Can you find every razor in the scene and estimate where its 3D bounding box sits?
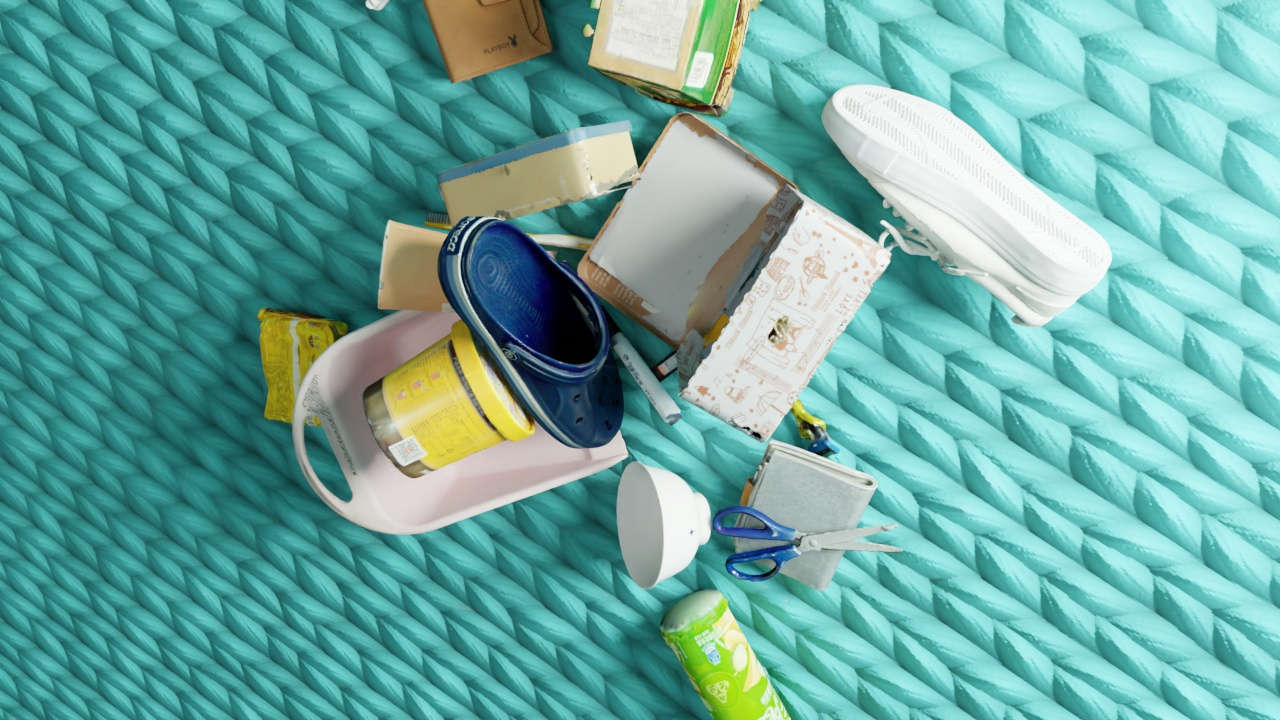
[{"bbox_3d":[0.124,0.031,0.826,0.142,0.022,0.043,45,158,4],"label":"razor"}]

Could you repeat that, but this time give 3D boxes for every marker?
[{"bbox_3d":[-0.005,0.005,0.853,0.130,0.018,0.023,55,142,5],"label":"marker"},{"bbox_3d":[0.044,-0.009,0.843,0.124,0.015,0.018,-38,90,27],"label":"marker"}]

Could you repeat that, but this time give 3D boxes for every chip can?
[{"bbox_3d":[0.097,0.331,0.899,0.073,0.072,0.221,-27,96,23],"label":"chip can"}]

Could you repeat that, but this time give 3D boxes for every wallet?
[{"bbox_3d":[-0.139,-0.318,0.794,0.108,0.031,0.132,-10,110,19],"label":"wallet"},{"bbox_3d":[0.144,0.139,0.842,0.106,0.036,0.130,23,124,12],"label":"wallet"}]

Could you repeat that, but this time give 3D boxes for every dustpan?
[{"bbox_3d":[-0.177,0.051,0.868,0.274,0.138,0.222,-20,98,23],"label":"dustpan"}]

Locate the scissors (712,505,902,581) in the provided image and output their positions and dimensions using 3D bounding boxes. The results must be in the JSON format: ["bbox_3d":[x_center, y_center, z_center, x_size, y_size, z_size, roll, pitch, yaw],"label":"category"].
[{"bbox_3d":[0.147,0.171,0.828,0.171,0.012,0.141,21,123,11],"label":"scissors"}]

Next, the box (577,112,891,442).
[{"bbox_3d":[0.061,-0.072,0.728,0.227,0.156,0.180,36,107,6],"label":"box"}]

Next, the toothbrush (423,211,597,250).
[{"bbox_3d":[-0.118,-0.121,0.862,0.191,0.016,0.018,10,101,16],"label":"toothbrush"}]

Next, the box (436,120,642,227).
[{"bbox_3d":[-0.083,-0.156,0.780,0.185,0.089,0.059,-10,102,34],"label":"box"}]

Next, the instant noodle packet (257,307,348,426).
[{"bbox_3d":[-0.352,0.013,0.966,0.111,0.044,0.128,9,106,23],"label":"instant noodle packet"}]

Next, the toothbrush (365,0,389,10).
[{"bbox_3d":[-0.182,-0.373,0.804,0.180,0.016,0.016,-37,99,24],"label":"toothbrush"}]

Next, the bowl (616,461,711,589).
[{"bbox_3d":[0.027,0.152,0.863,0.064,0.118,0.118,-1,111,-22],"label":"bowl"}]

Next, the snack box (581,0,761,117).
[{"bbox_3d":[0.021,-0.259,0.723,0.117,0.105,0.118,19,112,12],"label":"snack box"}]

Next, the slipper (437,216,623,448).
[{"bbox_3d":[-0.070,-0.023,0.776,0.095,0.104,0.253,6,144,38],"label":"slipper"}]

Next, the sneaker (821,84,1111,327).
[{"bbox_3d":[0.236,-0.118,0.714,0.242,0.089,0.091,42,145,14],"label":"sneaker"}]

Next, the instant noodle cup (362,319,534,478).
[{"bbox_3d":[-0.170,0.038,0.808,0.114,0.118,0.118,-28,97,3],"label":"instant noodle cup"}]

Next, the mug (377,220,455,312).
[{"bbox_3d":[-0.166,-0.076,0.815,0.122,0.078,0.078,8,111,-13],"label":"mug"}]
